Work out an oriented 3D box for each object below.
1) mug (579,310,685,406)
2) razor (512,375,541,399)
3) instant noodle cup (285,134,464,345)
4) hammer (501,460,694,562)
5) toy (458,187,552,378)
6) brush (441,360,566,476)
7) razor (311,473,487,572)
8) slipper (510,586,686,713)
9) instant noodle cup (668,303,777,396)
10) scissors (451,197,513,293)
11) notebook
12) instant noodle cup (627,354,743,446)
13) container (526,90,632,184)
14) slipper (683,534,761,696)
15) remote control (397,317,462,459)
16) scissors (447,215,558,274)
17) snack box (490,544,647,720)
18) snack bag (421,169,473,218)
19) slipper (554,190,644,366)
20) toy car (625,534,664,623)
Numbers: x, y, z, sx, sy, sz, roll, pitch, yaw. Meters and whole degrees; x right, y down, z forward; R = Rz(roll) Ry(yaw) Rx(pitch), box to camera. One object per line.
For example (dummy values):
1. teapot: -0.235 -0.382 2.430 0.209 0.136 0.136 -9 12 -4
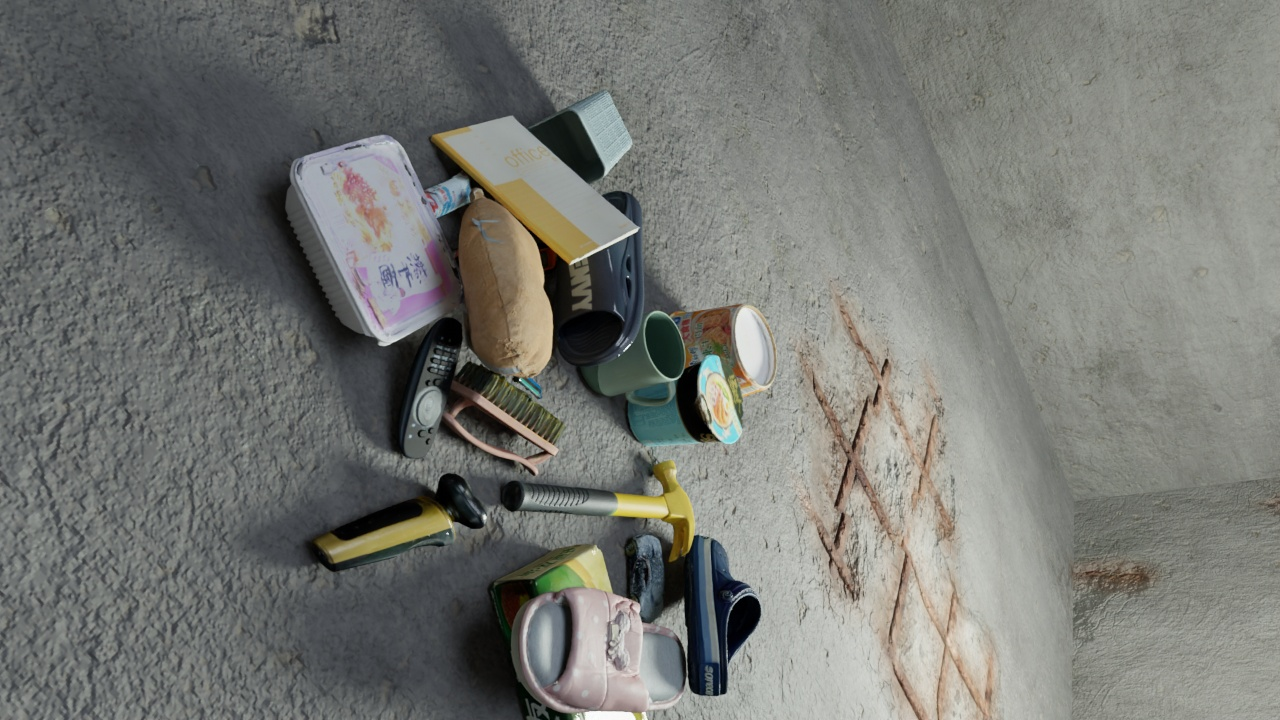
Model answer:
1. mug: -0.007 0.006 1.095 0.112 0.107 0.082 63 35 -15
2. razor: -0.134 -0.020 0.968 0.042 0.022 0.142 49 18 -49
3. instant noodle cup: -0.247 -0.106 0.834 0.137 0.060 0.173 -40 112 -54
4. hammer: -0.036 0.164 1.046 0.300 0.033 0.128 15 47 -49
5. toy: -0.135 -0.093 0.884 0.144 0.082 0.225 88 -9 -64
6. brush: -0.137 0.064 0.935 0.145 0.063 0.073 42 75 -42
7. razor: -0.209 0.143 0.802 0.167 0.062 0.068 -13 120 -51
8. slipper: -0.023 0.289 0.896 0.274 0.055 0.114 34 50 -48
9. instant noodle cup: 0.114 -0.008 1.273 0.151 0.112 0.151 25 58 -49
10. scissors: -0.146 -0.136 0.995 0.196 0.015 0.214 -30 93 -52
11. notebook: -0.112 -0.193 1.011 0.206 0.010 0.145 43 36 8
12. instant noodle cup: 0.051 0.059 1.149 0.111 0.121 0.111 27 56 -50
13. container: -0.074 -0.269 1.124 0.090 0.090 0.111 62 32 -19
14. slipper: 0.097 0.290 1.079 0.252 0.095 0.105 -78 171 -69
15. remote control: -0.200 0.024 0.858 0.053 0.024 0.136 23 82 -65
16. scissors: -0.156 -0.106 0.999 0.125 0.022 0.234 61 36 -22
17. snack box: -0.065 0.319 0.932 0.114 0.063 0.240 -15 90 -57
18. snack bag: -0.202 -0.169 0.953 0.103 0.026 0.048 -37 120 -54
19. slipper: -0.059 -0.111 1.066 0.083 0.111 0.267 46 37 -42
20. toy car: 0.009 0.260 1.092 0.049 0.031 0.105 21 62 -50
